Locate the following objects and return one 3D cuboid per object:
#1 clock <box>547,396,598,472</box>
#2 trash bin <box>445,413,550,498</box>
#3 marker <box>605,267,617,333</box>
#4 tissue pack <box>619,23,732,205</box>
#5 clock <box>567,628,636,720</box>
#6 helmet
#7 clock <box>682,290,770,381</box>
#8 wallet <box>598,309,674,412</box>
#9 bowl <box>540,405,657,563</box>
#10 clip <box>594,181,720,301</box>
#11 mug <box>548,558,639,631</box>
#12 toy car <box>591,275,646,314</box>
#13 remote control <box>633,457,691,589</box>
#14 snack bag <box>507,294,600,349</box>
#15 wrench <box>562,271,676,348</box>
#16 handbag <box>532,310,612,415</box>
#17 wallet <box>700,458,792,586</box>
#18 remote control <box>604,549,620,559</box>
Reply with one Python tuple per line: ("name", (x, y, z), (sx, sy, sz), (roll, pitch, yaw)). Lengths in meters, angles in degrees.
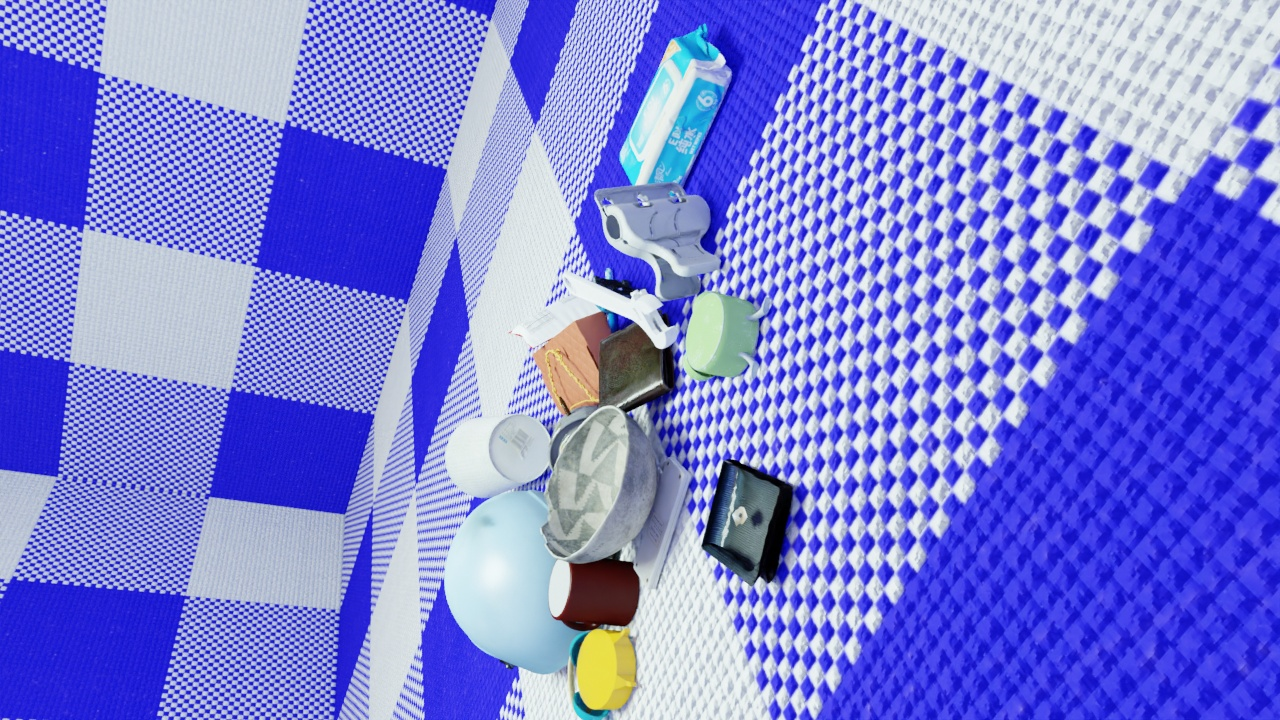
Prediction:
("clock", (-0.062, 0.119, 1.119), (0.056, 0.104, 0.148), (-106, 19, -67))
("trash bin", (-0.219, 0.146, 1.445), (0.162, 0.133, 0.133), (-20, 61, 59))
("marker", (-0.040, -0.074, 1.271), (0.013, 0.013, 0.141), (126, 148, -45))
("tissue pack", (0.043, -0.298, 1.123), (0.210, 0.066, 0.117), (-62, 28, 29))
("clock", (-0.046, 0.349, 1.027), (0.130, 0.043, 0.099), (-42, 45, 43))
("helmet", (-0.157, 0.278, 1.177), (0.266, 0.166, 0.225), (22, 89, 58))
("clock", (0.078, -0.026, 0.923), (0.119, 0.042, 0.094), (178, 104, -68))
("wallet", (-0.006, 0.006, 1.082), (0.100, 0.031, 0.119), (-27, 46, 27))
("bowl", (-0.033, 0.146, 1.018), (0.179, 0.081, 0.178), (-44, 33, 39))
("clip", (0.027, -0.141, 1.019), (0.144, 0.124, 0.075), (63, 146, 21))
("mug", (-0.060, 0.272, 1.046), (0.073, 0.082, 0.106), (-107, 36, -50))
("toy car", (-0.032, -0.083, 1.208), (0.120, 0.056, 0.043), (-143, 61, -69))
("remote control", (0.023, 0.176, 0.991), (0.050, 0.011, 0.136), (-138, 62, -65))
("snack bag", (-0.121, -0.062, 1.336), (0.039, 0.130, 0.144), (65, 166, -19))
("wrench", (-0.034, -0.071, 1.109), (0.273, 0.018, 0.066), (28, 145, 58))
("handbag", (-0.086, 0.015, 1.242), (0.172, 0.060, 0.109), (-31, 83, 61))
("wallet", (0.095, 0.141, 0.817), (0.115, 0.026, 0.089), (-159, 82, -68))
("remote control", (-0.033, 0.193, 1.092), (0.009, 0.030, 0.140), (163, 118, -87))
